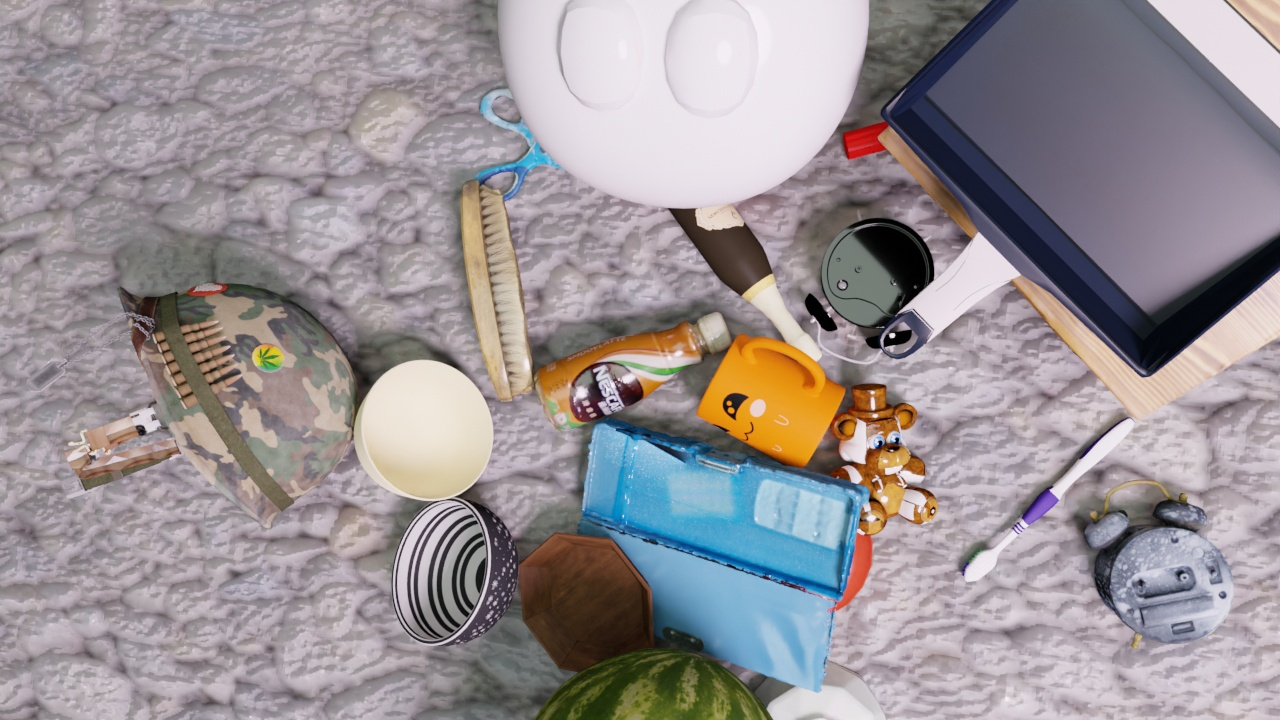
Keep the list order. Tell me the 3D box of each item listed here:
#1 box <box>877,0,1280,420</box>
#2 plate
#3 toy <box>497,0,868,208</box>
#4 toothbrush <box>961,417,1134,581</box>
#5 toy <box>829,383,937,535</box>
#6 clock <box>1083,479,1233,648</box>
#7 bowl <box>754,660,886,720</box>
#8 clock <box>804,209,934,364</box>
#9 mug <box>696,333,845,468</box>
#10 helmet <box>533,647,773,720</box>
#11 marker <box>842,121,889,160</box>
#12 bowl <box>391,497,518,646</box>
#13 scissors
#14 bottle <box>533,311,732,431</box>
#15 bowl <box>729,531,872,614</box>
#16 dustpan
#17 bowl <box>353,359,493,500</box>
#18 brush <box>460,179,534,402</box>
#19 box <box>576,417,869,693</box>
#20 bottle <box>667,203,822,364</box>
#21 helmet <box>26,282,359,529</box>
[{"bbox_3d":[0.359,-0.144,0.680,0.279,0.220,0.259,48,120,2],"label":"box"},{"bbox_3d":[-0.041,0.202,0.771,0.131,0.025,0.131,5,103,24],"label":"plate"},{"bbox_3d":[0.034,-0.256,0.679,0.263,0.279,0.266,6,124,10],"label":"toy"},{"bbox_3d":[0.330,0.113,0.745,0.186,0.016,0.015,-45,83,2],"label":"toothbrush"},{"bbox_3d":[0.192,0.077,0.742,0.087,0.067,0.112,-8,100,-17],"label":"toy"},{"bbox_3d":[0.401,0.157,0.715,0.090,0.052,0.129,-13,87,7],"label":"clock"},{"bbox_3d":[0.143,0.308,0.742,0.117,0.061,0.117,0,87,7],"label":"bowl"},{"bbox_3d":[0.188,-0.058,0.757,0.091,0.042,0.120,20,91,8],"label":"clock"},{"bbox_3d":[0.109,0.024,0.734,0.096,0.113,0.077,29,54,8],"label":"mug"},{"bbox_3d":[0.006,0.331,0.667,0.213,0.243,0.247,18,95,5],"label":"helmet"},{"bbox_3d":[0.243,-0.198,0.765,0.145,0.021,0.023,-15,123,7],"label":"marker"},{"bbox_3d":[-0.146,0.180,0.777,0.120,0.066,0.120,-15,65,35],"label":"bowl"},{"bbox_3d":[-0.096,-0.179,0.818,0.137,0.012,0.127,28,91,6],"label":"scissors"},{"bbox_3d":[-0.005,0.005,0.774,0.167,0.059,0.059,-23,85,4],"label":"bottle"},{"bbox_3d":[0.132,0.158,0.761,0.122,0.035,0.122,0,88,8],"label":"bowl"},{"bbox_3d":[0.261,-0.101,0.575,0.236,0.080,0.274,47,122,4],"label":"dustpan"},{"bbox_3d":[-0.196,0.065,0.785,0.074,0.117,0.118,-21,84,49],"label":"bowl"},{"bbox_3d":[-0.124,-0.062,0.793,0.043,0.059,0.195,-10,85,-4],"label":"brush"},{"bbox_3d":[0.053,0.155,0.748,0.232,0.033,0.174,14,100,23],"label":"box"},{"bbox_3d":[0.091,-0.073,0.770,0.045,0.045,0.184,-36,84,5],"label":"bottle"},{"bbox_3d":[-0.361,0.039,0.750,0.224,0.193,0.235,47,67,-6],"label":"helmet"}]
